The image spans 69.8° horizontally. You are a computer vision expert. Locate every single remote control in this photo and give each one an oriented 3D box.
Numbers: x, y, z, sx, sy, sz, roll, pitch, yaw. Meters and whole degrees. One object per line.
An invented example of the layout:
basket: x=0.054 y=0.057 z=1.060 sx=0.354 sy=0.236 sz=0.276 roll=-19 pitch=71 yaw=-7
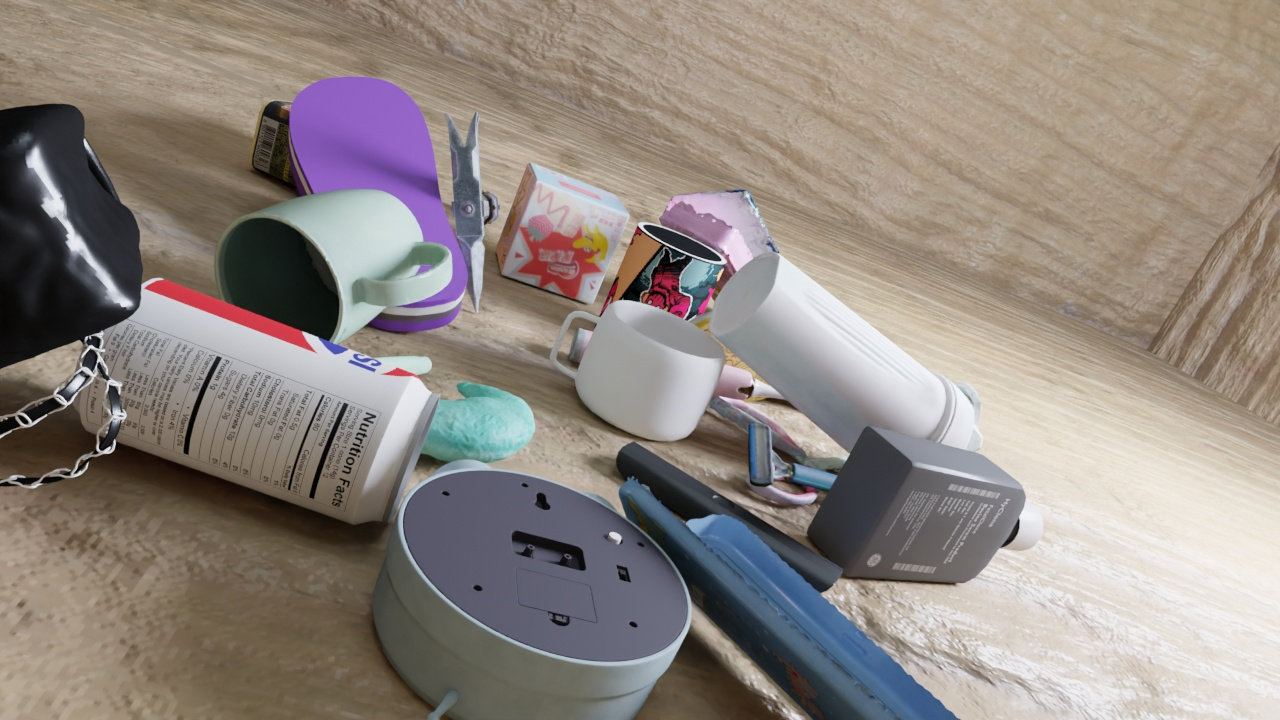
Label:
remote control: x=0.050 y=0.092 z=0.542 sx=0.147 sy=0.015 sz=0.033 roll=30 pitch=19 yaw=18

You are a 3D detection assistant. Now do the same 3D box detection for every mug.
mug: x=-0.004 y=0.004 z=0.640 sx=0.115 sy=0.068 sz=0.094 roll=21 pitch=18 yaw=-9
mug: x=-0.164 y=-0.055 z=0.531 sx=0.111 sy=0.084 sz=0.103 roll=10 pitch=26 yaw=16
mug: x=0.023 y=-0.060 z=0.806 sx=0.082 sy=0.098 sz=0.117 roll=29 pitch=18 yaw=14

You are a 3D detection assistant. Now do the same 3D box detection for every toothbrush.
toothbrush: x=-0.173 y=0.007 z=0.503 sx=0.022 sy=0.015 sz=0.154 roll=-1 pitch=3 yaw=33
toothbrush: x=0.055 y=0.013 z=0.713 sx=0.222 sy=0.027 sz=0.026 roll=13 pitch=26 yaw=-9

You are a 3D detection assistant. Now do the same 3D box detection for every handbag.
handbag: x=-0.252 y=-0.020 z=0.323 sx=0.153 sy=0.115 sz=0.125 roll=-24 pitch=32 yaw=-9

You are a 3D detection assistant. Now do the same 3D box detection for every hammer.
hammer: x=-0.145 y=-0.134 z=0.832 sx=0.028 sy=0.147 sz=0.316 roll=-3 pitch=10 yaw=-6

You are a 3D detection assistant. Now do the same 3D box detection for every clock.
clock: x=-0.046 y=0.090 z=0.381 sx=0.122 sy=0.045 sz=0.159 roll=18 pitch=18 yaw=-17

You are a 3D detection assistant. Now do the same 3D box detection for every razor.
razor: x=0.124 y=0.081 z=0.627 sx=0.143 sy=0.022 sz=0.042 roll=20 pitch=59 yaw=-32

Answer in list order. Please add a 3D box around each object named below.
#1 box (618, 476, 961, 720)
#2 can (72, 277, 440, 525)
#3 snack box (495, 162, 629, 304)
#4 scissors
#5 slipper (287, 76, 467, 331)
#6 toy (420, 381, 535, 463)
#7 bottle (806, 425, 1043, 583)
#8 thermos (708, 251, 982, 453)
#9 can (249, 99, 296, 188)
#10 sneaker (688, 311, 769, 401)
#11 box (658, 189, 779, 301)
box: x=0.074 y=0.134 z=0.417 sx=0.209 sy=0.043 sz=0.125 roll=38 pitch=3 yaw=38
can: x=-0.160 y=0.019 z=0.393 sx=0.132 sy=0.070 sz=0.070 roll=21 pitch=18 yaw=-8
snack box: x=-0.075 y=-0.118 z=0.857 sx=0.093 sy=0.095 sz=0.079 roll=18 pitch=19 yaw=-19
scissors: x=0.111 y=0.070 z=0.686 sx=0.177 sy=0.013 sz=0.170 roll=37 pitch=22 yaw=34
slipper: x=-0.206 y=-0.107 z=0.701 sx=0.107 sy=0.084 sz=0.266 roll=-4 pitch=49 yaw=-29
toy: x=-0.101 y=0.032 z=0.500 sx=0.085 sy=0.033 sz=0.105 roll=22 pitch=15 yaw=32
bottle: x=0.199 y=0.100 z=0.600 sx=0.173 sy=0.084 sz=0.046 roll=13 pitch=21 yaw=-33
thermos: x=0.154 y=0.013 z=0.664 sx=0.220 sy=0.099 sz=0.099 roll=37 pitch=13 yaw=-21
can: x=-0.274 y=-0.188 z=0.844 sx=0.101 sy=0.073 sz=0.130 roll=25 pitch=18 yaw=11
sneaker: x=0.110 y=-0.020 z=0.821 sx=0.238 sy=0.086 sz=0.122 roll=16 pitch=25 yaw=-36
box: x=0.099 y=-0.100 z=0.922 sx=0.085 sy=0.071 sz=0.230 roll=33 pitch=-6 yaw=30
